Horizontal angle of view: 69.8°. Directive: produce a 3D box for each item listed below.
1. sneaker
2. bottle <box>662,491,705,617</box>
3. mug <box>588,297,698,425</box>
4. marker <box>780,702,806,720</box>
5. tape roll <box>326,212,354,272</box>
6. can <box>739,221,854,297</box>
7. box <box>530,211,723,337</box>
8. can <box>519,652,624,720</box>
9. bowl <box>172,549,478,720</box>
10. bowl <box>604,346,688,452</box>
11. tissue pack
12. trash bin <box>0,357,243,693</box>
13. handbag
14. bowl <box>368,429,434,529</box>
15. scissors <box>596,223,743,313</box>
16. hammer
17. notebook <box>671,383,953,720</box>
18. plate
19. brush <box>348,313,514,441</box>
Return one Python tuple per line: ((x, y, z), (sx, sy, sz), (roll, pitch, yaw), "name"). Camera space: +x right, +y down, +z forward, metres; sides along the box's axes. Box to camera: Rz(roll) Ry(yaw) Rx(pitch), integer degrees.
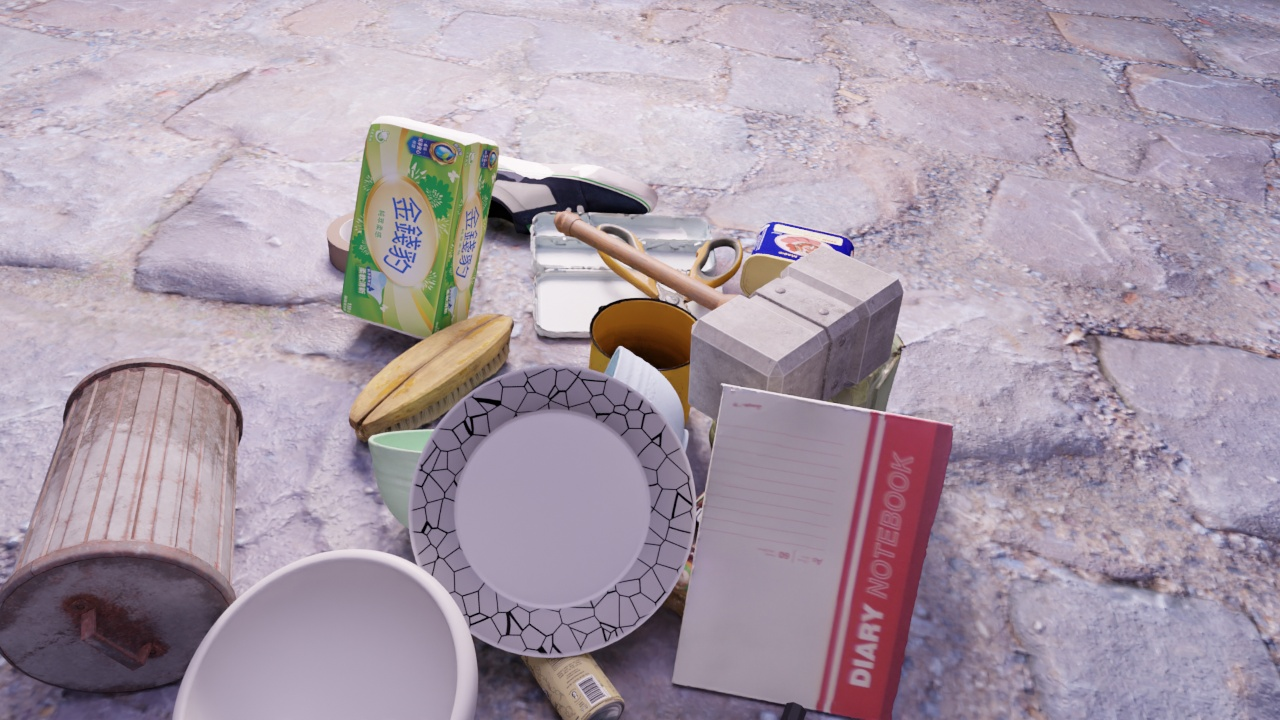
((-0.100, -0.181, 1.065), (0.235, 0.084, 0.079), (8, 77, 6), "sneaker")
((0.071, 0.114, 0.685), (0.059, 0.059, 0.166), (29, 63, 26), "bottle")
((-0.005, 0.005, 0.823), (0.100, 0.094, 0.123), (-19, 47, -29), "mug")
((0.079, 0.263, 0.565), (0.017, 0.021, 0.123), (20, 39, 16), "marker")
((-0.293, -0.129, 1.004), (0.093, 0.030, 0.093), (4, 38, -3), "tape roll")
((0.178, -0.105, 1.022), (0.116, 0.057, 0.092), (14, 37, 10), "can")
((-0.014, -0.092, 0.988), (0.208, 0.037, 0.188), (-1, 53, -9), "box")
((-0.048, 0.207, 0.604), (0.038, 0.038, 0.079), (-20, 45, -30), "can")
((-0.178, 0.206, 0.545), (0.177, 0.066, 0.176), (-4, 56, 6), "bowl")
((-0.010, 0.072, 0.707), (0.075, 0.151, 0.150), (22, 38, -6), "bowl")
((-0.202, -0.132, 0.902), (0.120, 0.198, 0.141), (23, 16, 10), "tissue pack")
((-0.337, 0.109, 0.615), (0.130, 0.131, 0.211), (-6, 38, -16), "trash bin")
((0.136, 0.026, 0.803), (0.186, 0.113, 0.117), (-13, 42, -22), "handbag")
((-0.127, 0.095, 0.686), (0.151, 0.077, 0.151), (3, 3, 0), "bowl")
((0.042, -0.076, 0.954), (0.216, 0.016, 0.225), (-16, 55, -23), "scissors")
((0.035, -0.064, 0.763), (0.162, 0.083, 0.318), (-31, 47, -34), "hammer")
((0.111, 0.130, 0.608), (0.153, 0.209, 0.012), (9, 8, 4), "notebook")
((-0.056, 0.098, 0.608), (0.188, 0.016, 0.188), (2, 83, -13), "plate")
((-0.182, 0.013, 0.828), (0.059, 0.043, 0.194), (25, 42, 24), "brush")
